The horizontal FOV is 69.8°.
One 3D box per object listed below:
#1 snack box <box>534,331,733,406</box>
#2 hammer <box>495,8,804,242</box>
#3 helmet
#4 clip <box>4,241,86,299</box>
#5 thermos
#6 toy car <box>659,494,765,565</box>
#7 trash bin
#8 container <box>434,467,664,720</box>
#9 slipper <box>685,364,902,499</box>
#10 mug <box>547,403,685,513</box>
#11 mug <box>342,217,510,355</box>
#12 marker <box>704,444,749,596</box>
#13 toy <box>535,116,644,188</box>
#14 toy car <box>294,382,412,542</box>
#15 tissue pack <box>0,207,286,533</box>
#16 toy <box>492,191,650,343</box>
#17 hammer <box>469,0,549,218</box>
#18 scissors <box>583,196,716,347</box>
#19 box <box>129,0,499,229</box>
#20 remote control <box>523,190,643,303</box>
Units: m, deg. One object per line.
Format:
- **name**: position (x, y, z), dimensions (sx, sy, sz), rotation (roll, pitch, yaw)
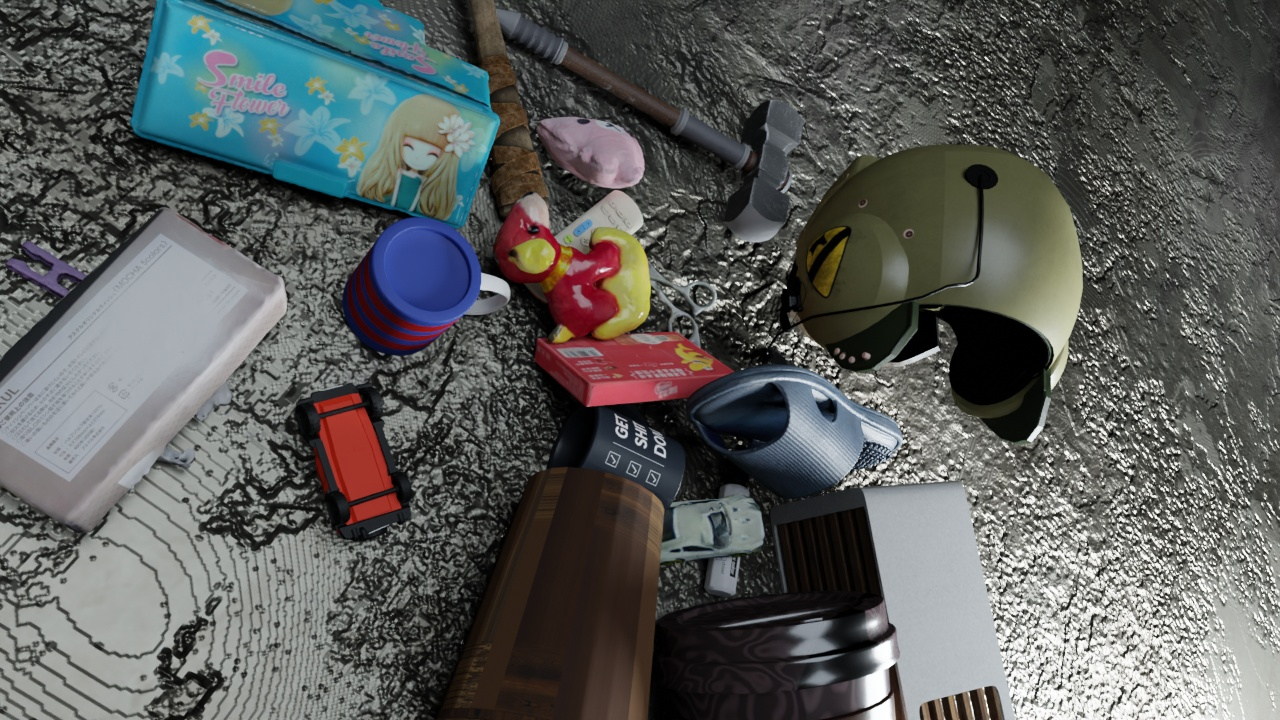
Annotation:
- **snack box**: position (-0.004, 0.004, 0.713), dimensions (0.132, 0.089, 0.021), rotation (-3, 115, -33)
- **hammer**: position (0.003, -0.234, 0.827), dimensions (0.322, 0.043, 0.155), rotation (25, 62, -21)
- **helmet**: position (0.230, -0.059, 0.762), dimensions (0.250, 0.256, 0.232), rotation (22, 65, -26)
- **clip**: position (-0.351, -0.054, 0.554), dimensions (0.053, 0.013, 0.037), rotation (20, 63, -23)
- **thermos**: position (0.104, 0.288, 0.638), dimensions (0.172, 0.173, 0.226), rotation (-2, 81, -33)
- **toy car**: position (0.048, 0.130, 0.715), dimensions (0.105, 0.033, 0.048), rotation (-3, 66, -13)
- **trash bin**: position (0.203, 0.222, 0.747), dimensions (0.114, 0.115, 0.228), rotation (1, 73, -32)
- **container**: position (-0.047, 0.168, 0.607), dimensions (0.132, 0.132, 0.167), rotation (27, 55, -22)
- **slipper**: position (0.134, 0.074, 0.743), dimensions (0.263, 0.101, 0.082), rotation (20, 54, -46)
- **mug**: position (-0.019, 0.067, 0.696), dimensions (0.077, 0.071, 0.104), rotation (27, 35, -22)
- **mug**: position (-0.143, -0.049, 0.644), dimensions (0.111, 0.076, 0.075), rotation (2, 73, -32)
- **marker**: position (0.074, 0.129, 0.753), dimensions (0.025, 0.025, 0.125), rotation (24, 62, -24)
- **toy**: position (-0.031, -0.169, 0.757), dimensions (0.099, 0.096, 0.053), rotation (13, 112, -28)
- **toy car**: position (-0.187, 0.066, 0.594), dimensions (0.051, 0.049, 0.100), rotation (-16, 83, -34)
- **tissue pack**: position (-0.298, 0.009, 0.541), dimensions (0.104, 0.071, 0.180), rotation (33, 59, -5)
- **toy**: position (-0.051, -0.063, 0.703), dimensions (0.137, 0.067, 0.105), rotation (24, 73, -31)
- **hammer**: position (-0.123, -0.270, 0.744), dimensions (0.121, 0.049, 0.318), rotation (-11, 85, -14)
- **scissors**: position (0.003, -0.068, 0.784), dimensions (0.171, 0.014, 0.090), rotation (28, 77, -11)
- **box**: position (-0.214, -0.201, 0.643), dimensions (0.227, 0.084, 0.172), rotation (14, 77, -28)
- **remote control**: position (-0.048, -0.094, 0.749), dimensions (0.125, 0.018, 0.038), rotation (-43, 97, -26)
